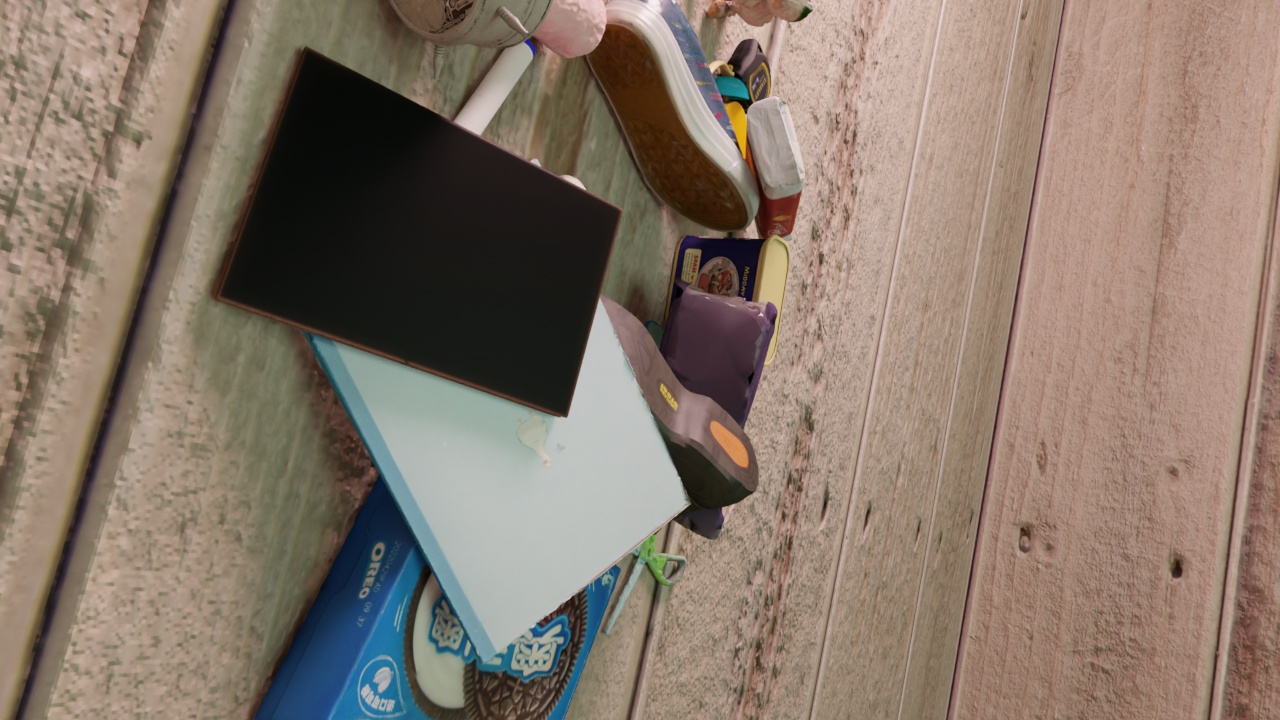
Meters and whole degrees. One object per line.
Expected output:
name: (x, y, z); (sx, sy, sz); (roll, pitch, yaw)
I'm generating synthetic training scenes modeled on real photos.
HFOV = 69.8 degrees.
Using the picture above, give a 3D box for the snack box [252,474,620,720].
snack box: (-0.114, 0.181, 0.611); (0.239, 0.056, 0.195); (55, 50, -49)

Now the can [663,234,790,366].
can: (0.078, -0.058, 0.844); (0.056, 0.092, 0.116); (14, 85, -59)

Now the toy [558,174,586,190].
toy: (-0.056, -0.096, 0.662); (0.122, 0.038, 0.079); (7, 68, -61)

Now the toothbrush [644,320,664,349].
toothbrush: (0.032, 0.009, 0.855); (0.022, 0.017, 0.135); (-52, 140, -21)

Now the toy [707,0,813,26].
toy: (0.108, -0.336, 0.827); (0.085, 0.106, 0.074); (-36, 147, -42)

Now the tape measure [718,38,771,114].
tape measure: (0.101, -0.271, 0.892); (0.061, 0.034, 0.061); (-59, 140, -32)

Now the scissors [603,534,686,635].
scissors: (0.004, 0.173, 0.855); (0.171, 0.023, 0.172); (34, 73, -59)

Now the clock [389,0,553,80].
clock: (-0.107, -0.243, 0.497); (0.061, 0.104, 0.157); (-28, 106, -46)

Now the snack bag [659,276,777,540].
snack bag: (0.046, 0.039, 0.767); (0.058, 0.096, 0.205); (44, 61, -85)

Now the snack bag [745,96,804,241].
snack bag: (0.121, -0.166, 0.848); (0.225, 0.041, 0.077); (48, 28, -83)

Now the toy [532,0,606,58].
toy: (-0.059, -0.262, 0.614); (0.108, 0.053, 0.105); (27, 63, -58)

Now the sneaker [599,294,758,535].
sneaker: (-0.038, 0.046, 0.688); (0.238, 0.143, 0.100); (42, 31, -18)

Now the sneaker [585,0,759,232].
sneaker: (0.034, -0.204, 0.752); (0.235, 0.088, 0.079); (52, 51, -42)

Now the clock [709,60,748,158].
clock: (0.070, -0.209, 0.849); (0.098, 0.044, 0.130); (-59, 149, -34)

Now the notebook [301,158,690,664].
notebook: (-0.080, 0.026, 0.555); (0.180, 0.009, 0.253); (-32, 105, -33)

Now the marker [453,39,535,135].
marker: (-0.106, -0.156, 0.585); (0.141, 0.020, 0.020); (-64, 145, -28)

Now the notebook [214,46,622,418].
notebook: (-0.111, -0.064, 0.522); (0.209, 0.008, 0.141); (22, 76, -33)
